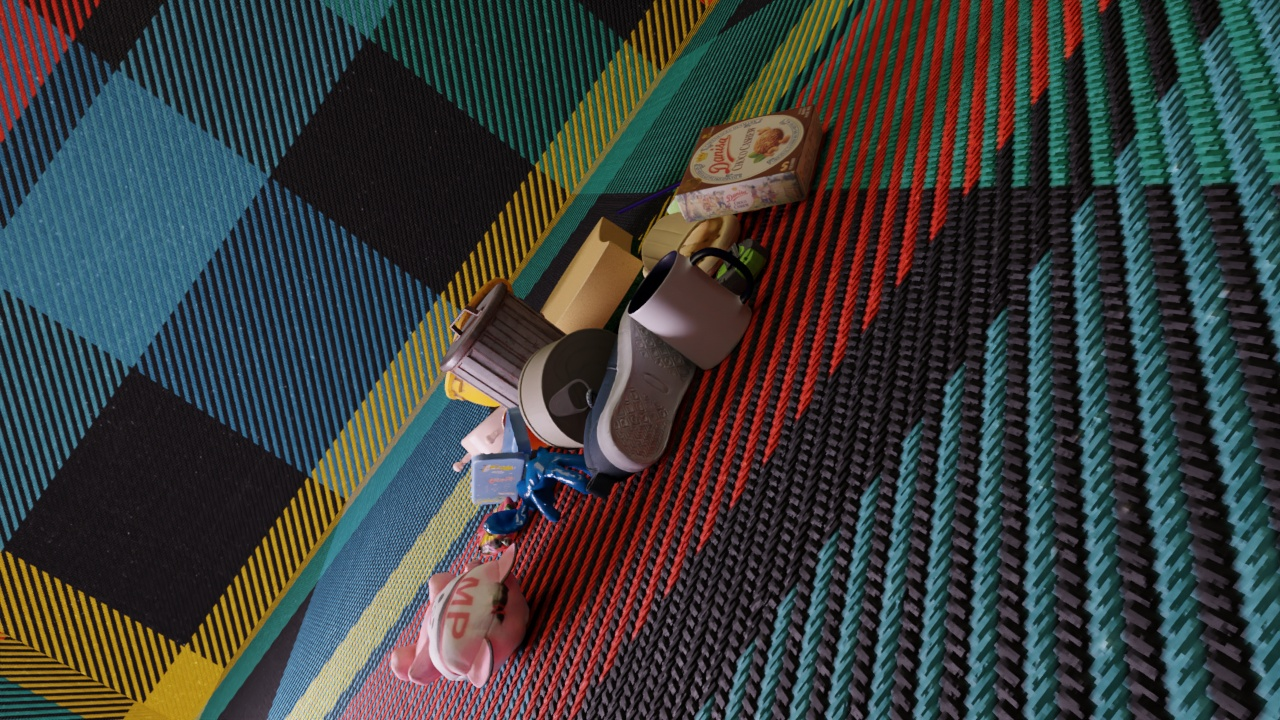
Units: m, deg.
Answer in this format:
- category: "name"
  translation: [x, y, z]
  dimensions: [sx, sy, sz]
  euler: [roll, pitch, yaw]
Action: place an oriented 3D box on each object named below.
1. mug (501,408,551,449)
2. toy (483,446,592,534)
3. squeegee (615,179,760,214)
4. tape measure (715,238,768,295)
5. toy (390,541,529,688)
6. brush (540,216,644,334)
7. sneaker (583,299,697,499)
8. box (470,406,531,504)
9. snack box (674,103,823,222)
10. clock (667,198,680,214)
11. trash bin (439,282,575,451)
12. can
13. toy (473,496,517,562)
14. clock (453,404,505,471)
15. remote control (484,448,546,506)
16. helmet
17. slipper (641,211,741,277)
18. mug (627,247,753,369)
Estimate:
- category: "mug"
  translation: [-0.140, 0.060, 1.276]
  dimensions: [0.082, 0.082, 0.105]
  euler: [-45, 17, 31]
- category: "toy"
  translation: [-0.112, 0.147, 1.037]
  dimensions: [0.177, 0.071, 0.112]
  euler: [-37, 11, 48]
- category: "squeegee"
  translation: [0.115, -0.212, 1.127]
  dimensions: [0.249, 0.055, 0.185]
  euler: [-27, 23, -14]
- category: "tape measure"
  translation: [0.104, -0.100, 0.976]
  dimensions: [0.066, 0.036, 0.058]
  euler: [-48, 15, 22]
- category: "toy"
  translation: [-0.177, 0.267, 0.932]
  dimensions: [0.214, 0.084, 0.141]
  euler: [-37, 24, 52]
- category: "brush"
  translation: [-0.076, -0.106, 1.435]
  dimensions: [0.195, 0.075, 0.250]
  euler: [-55, 14, 13]
- category: "sneaker"
  translation: [-0.006, 0.031, 0.940]
  dimensions: [0.088, 0.089, 0.234]
  euler: [-45, 21, 46]
- category: "box"
  translation: [-0.182, 0.128, 1.150]
  dimensions: [0.078, 0.072, 0.211]
  euler: [-16, -18, -15]
- category: "snack box"
  translation: [0.126, -0.227, 1.053]
  dimensions: [0.147, 0.041, 0.142]
  euler: [-6, 42, 28]
- category: "clock"
  translation: [0.078, -0.230, 1.306]
  dimensions: [0.094, 0.042, 0.119]
  euler: [-50, 0, 2]
- category: "trash bin"
  translation: [-0.140, 0.006, 1.147]
  dimensions: [0.131, 0.211, 0.130]
  euler: [-49, 16, 18]
- category: "can"
  translation: [-0.063, 0.034, 1.003]
  dimensions: [0.073, 0.128, 0.127]
  euler: [-17, 39, 60]
- category: "toy"
  translation: [-0.178, 0.210, 1.143]
  dimensions: [0.103, 0.046, 0.084]
  euler: [-94, 29, -75]
- category: "clock"
  translation: [-0.202, 0.106, 1.406]
  dimensions: [0.131, 0.086, 0.160]
  euler: [-38, 13, 47]
- category: "remote control"
  translation: [-0.180, 0.162, 1.303]
  dimensions: [0.147, 0.015, 0.033]
  euler: [-43, 18, 36]
- category: "helmet"
  translation: [-0.227, -0.008, 1.571]
  dimensions: [0.204, 0.131, 0.256]
  euler: [-58, -9, -34]
- category: "slipper"
  translation: [0.047, -0.153, 1.193]
  dimensions: [0.111, 0.079, 0.262]
  euler: [-53, 14, -8]
- category: "mug"
  translation: [0.059, -0.060, 0.906]
  dimensions: [0.112, 0.097, 0.078]
  euler: [-47, 16, 26]
